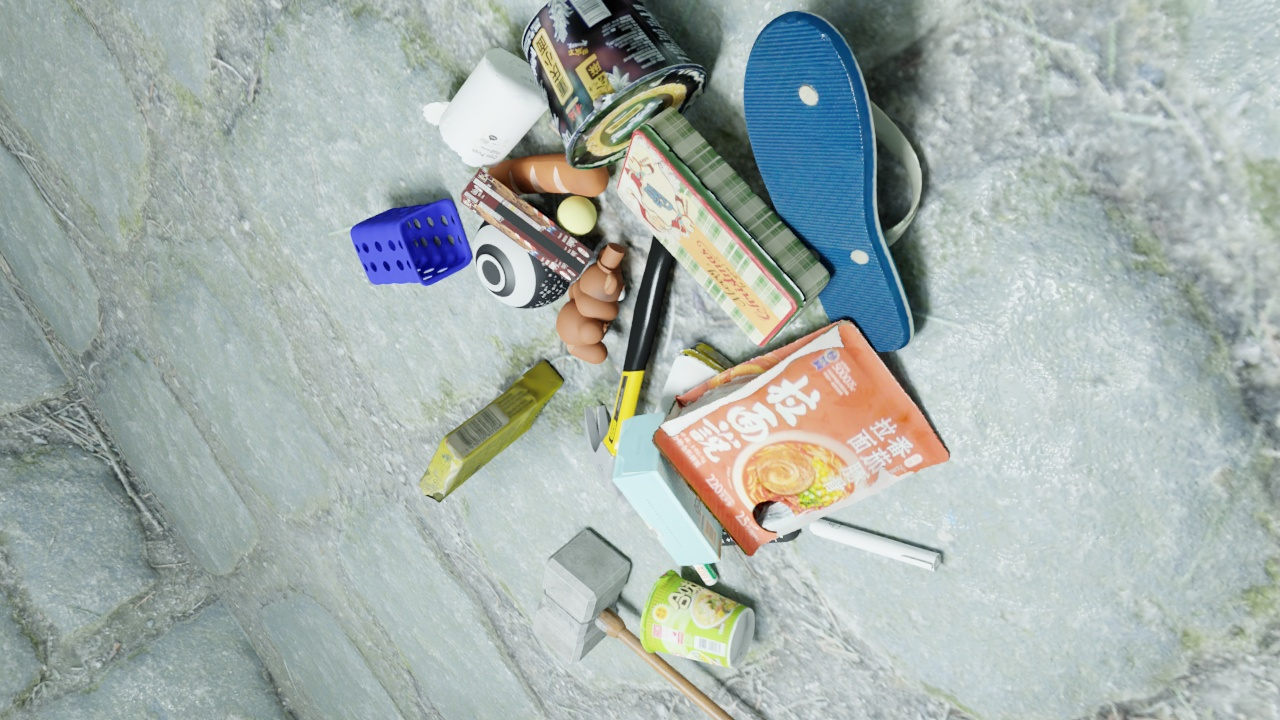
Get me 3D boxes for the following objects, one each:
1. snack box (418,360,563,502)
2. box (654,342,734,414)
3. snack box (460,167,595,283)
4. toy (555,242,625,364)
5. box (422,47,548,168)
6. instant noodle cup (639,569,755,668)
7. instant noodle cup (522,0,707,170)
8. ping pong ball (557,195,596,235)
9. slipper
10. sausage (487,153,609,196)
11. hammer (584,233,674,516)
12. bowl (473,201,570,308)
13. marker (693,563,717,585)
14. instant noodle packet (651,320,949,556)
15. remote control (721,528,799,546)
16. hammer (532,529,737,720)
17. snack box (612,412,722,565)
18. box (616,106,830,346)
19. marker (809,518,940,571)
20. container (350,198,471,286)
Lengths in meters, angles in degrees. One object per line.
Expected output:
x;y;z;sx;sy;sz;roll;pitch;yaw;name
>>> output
-0.180;0.084;1.082;0.045;0.180;0.122;45;139;5;snack box
0.043;0.071;0.973;0.064;0.037;0.210;35;134;17;box
-0.116;-0.136;0.936;0.141;0.031;0.051;36;173;-9;snack box
-0.043;-0.063;0.955;0.128;0.065;0.094;-61;28;30;toy
-0.160;-0.251;0.926;0.156;0.084;0.125;-41;49;32;box
0.070;0.306;1.062;0.108;0.098;0.099;12;123;29;instant noodle cup
-0.029;-0.248;0.777;0.138;0.137;0.112;-38;79;49;instant noodle cup
-0.064;-0.147;0.931;0.040;0.040;0.040;23;129;31;ping pong ball
0.158;-0.135;0.720;0.118;0.060;0.295;10;135;45;slipper
-0.097;-0.187;0.932;0.164;0.044;0.039;7;155;41;sausage
-0.006;0.006;0.961;0.127;0.029;0.324;52;139;44;hammer
-0.141;-0.108;1.008;0.120;0.066;0.120;23;129;31;bowl
0.047;0.200;1.040;0.017;0.017;0.145;-6;125;45;marker
0.148;0.068;0.848;0.222;0.083;0.164;-30;104;35;instant noodle packet
0.109;0.183;0.998;0.147;0.015;0.033;-16;103;47;remote control
0.010;0.373;1.162;0.318;0.082;0.163;35;135;22;hammer
0.033;0.135;0.942;0.053;0.074;0.175;-11;135;22;snack box
0.066;-0.112;0.794;0.205;0.051;0.118;48;164;6;box
0.222;0.177;0.885;0.134;0.020;0.017;11;113;39;marker
-0.278;-0.139;1.103;0.114;0.084;0.085;3;119;43;container
